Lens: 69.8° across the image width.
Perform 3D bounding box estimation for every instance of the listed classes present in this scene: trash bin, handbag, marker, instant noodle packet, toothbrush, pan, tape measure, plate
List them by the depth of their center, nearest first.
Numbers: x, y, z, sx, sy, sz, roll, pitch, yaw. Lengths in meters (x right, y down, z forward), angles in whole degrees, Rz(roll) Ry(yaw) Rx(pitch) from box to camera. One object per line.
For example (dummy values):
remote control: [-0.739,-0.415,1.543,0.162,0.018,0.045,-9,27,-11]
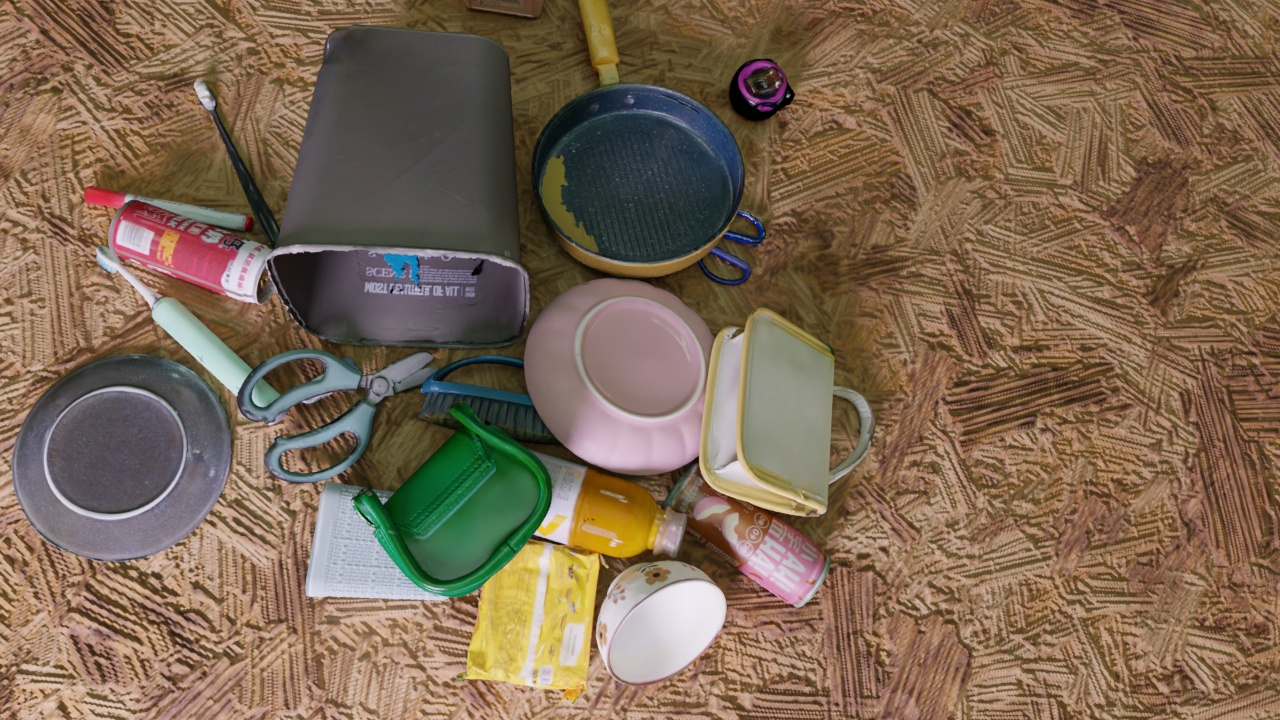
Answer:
handbag: [-0.139,0.108,0.702,0.120,0.068,0.131,42,73,4]
instant noodle packet: [-0.090,0.218,0.780,0.111,0.044,0.128,9,74,0]
plate: [-0.442,0.079,0.780,0.179,0.024,0.179,1,77,-6]
trash bin: [-0.192,-0.142,0.781,0.199,0.199,0.219,2,70,-8]
toothbrush: [-0.397,-0.025,0.807,0.224,0.027,0.026,42,40,3]
plate: [-0.005,0.005,0.809,0.192,0.039,0.192,9,61,-18]
handbag: [0.138,0.058,0.817,0.178,0.063,0.163,24,60,-28]
marker: [-0.427,-0.137,0.833,0.145,0.017,0.017,10,76,-4]
toothbrush: [-0.372,-0.181,0.850,0.015,0.018,0.181,-26,83,-15]
pan: [-0.023,-0.247,0.871,0.197,0.078,0.357,-13,70,-9]
tape measure: [0.119,-0.271,0.914,0.057,0.039,0.057,-27,82,-12]

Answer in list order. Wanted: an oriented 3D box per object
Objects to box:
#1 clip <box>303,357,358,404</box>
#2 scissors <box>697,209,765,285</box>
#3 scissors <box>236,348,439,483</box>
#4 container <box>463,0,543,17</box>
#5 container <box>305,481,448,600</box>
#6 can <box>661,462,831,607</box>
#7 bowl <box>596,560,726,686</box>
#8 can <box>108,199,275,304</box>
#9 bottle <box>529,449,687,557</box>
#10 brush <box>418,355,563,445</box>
clip: [-0.277,0.020,0.815,0.057,0.032,0.025,-30,88,-15]
scissors: [0.042,-0.138,0.891,0.132,0.012,0.172,-39,83,-11]
scissors: [-0.261,0.021,0.799,0.179,0.019,0.143,-35,105,-17]
container: [-0.130,-0.406,0.892,0.090,0.090,0.111,7,80,-5]
container: [-0.206,0.153,0.760,0.111,0.090,0.090,8,77,-9]
can: [0.092,0.153,0.808,0.147,0.058,0.057,35,76,2]
bowl: [0.009,0.211,0.773,0.113,0.113,0.062,-32,42,-12]
can: [-0.389,-0.094,0.808,0.133,0.053,0.053,20,76,-2]
bottle: [-0.055,0.122,0.778,0.189,0.068,0.068,16,76,7]
brush: [-0.121,0.033,0.811,0.144,0.055,0.073,9,77,-4]
